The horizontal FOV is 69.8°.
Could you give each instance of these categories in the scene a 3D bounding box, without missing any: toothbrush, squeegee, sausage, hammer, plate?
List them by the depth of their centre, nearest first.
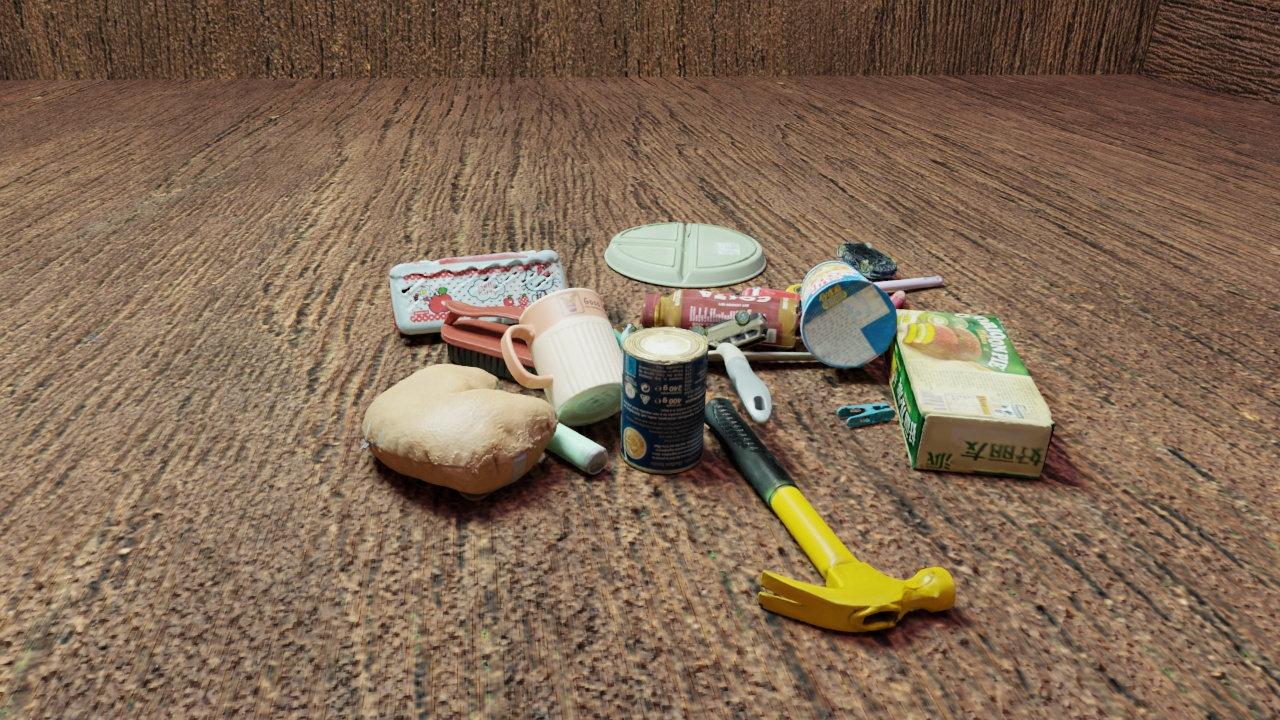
[{"bbox_3d":[0.115,0.111,0.741,0.128,0.033,0.300,-5,27,-16],"label":"hammer"},{"bbox_3d":[-0.114,0.051,0.859,0.026,0.027,0.225,-33,41,-33],"label":"toothbrush"},{"bbox_3d":[0.090,0.010,0.878,0.246,0.039,0.246,0,13,-4],"label":"squeegee"},{"bbox_3d":[0.294,-0.057,1.112,0.020,0.020,0.155,17,30,29],"label":"sausage"},{"bbox_3d":[0.316,-0.094,1.193,0.189,0.021,0.029,-8,65,-22],"label":"toothbrush"},{"bbox_3d":[0.064,-0.155,1.298,0.230,0.027,0.229,1,26,-1],"label":"plate"}]

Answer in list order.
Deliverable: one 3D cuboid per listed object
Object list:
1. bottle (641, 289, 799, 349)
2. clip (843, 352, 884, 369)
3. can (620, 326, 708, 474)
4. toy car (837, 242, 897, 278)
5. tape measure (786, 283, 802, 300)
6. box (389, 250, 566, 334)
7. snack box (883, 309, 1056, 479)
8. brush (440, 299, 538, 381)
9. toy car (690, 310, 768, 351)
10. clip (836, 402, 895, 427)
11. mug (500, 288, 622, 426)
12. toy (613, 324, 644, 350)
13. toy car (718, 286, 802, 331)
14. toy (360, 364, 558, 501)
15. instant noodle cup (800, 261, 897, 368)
[{"bbox_3d":[0.090,-0.049,1.041,0.175,0.057,0.057,6,26,8],"label":"bottle"},{"bbox_3d":[0.251,-0.020,1.020,0.098,0.034,0.064,-17,32,-23],"label":"clip"},{"bbox_3d":[0.020,0.033,0.806,0.075,0.111,0.075,1,26,-1],"label":"can"},{"bbox_3d":[0.311,-0.137,1.265,0.049,0.031,0.105,-6,28,-16],"label":"toy car"},{"bbox_3d":[0.207,-0.072,1.130,0.059,0.029,0.057,-16,31,-31],"label":"tape measure"},{"bbox_3d":[-0.183,-0.079,1.053,0.201,0.091,0.068,-9,19,-20],"label":"box"},{"bbox_3d":[0.310,0.024,0.895,0.114,0.063,0.239,4,26,5],"label":"snack box"},{"bbox_3d":[-0.148,-0.024,0.967,0.146,0.069,0.063,14,27,24],"label":"brush"},{"bbox_3d":[0.092,-0.027,0.988,0.090,0.035,0.042,-17,-16,15],"label":"toy car"},{"bbox_3d":[0.220,0.052,0.890,0.056,0.014,0.041,-6,27,-16],"label":"clip"},{"bbox_3d":[-0.071,-0.002,0.855,0.114,0.082,0.105,-2,57,-37],"label":"mug"},{"bbox_3d":[-0.005,0.005,0.888,0.030,0.092,0.096,-8,24,-21],"label":"toy"},{"bbox_3d":[0.136,-0.062,1.089,0.120,0.045,0.052,4,24,10],"label":"toy car"},{"bbox_3d":[-0.180,0.048,0.812,0.143,0.082,0.226,-16,27,-41],"label":"toy"},{"bbox_3d":[0.213,-0.057,0.984,0.099,0.099,0.109,1,24,0],"label":"instant noodle cup"}]
